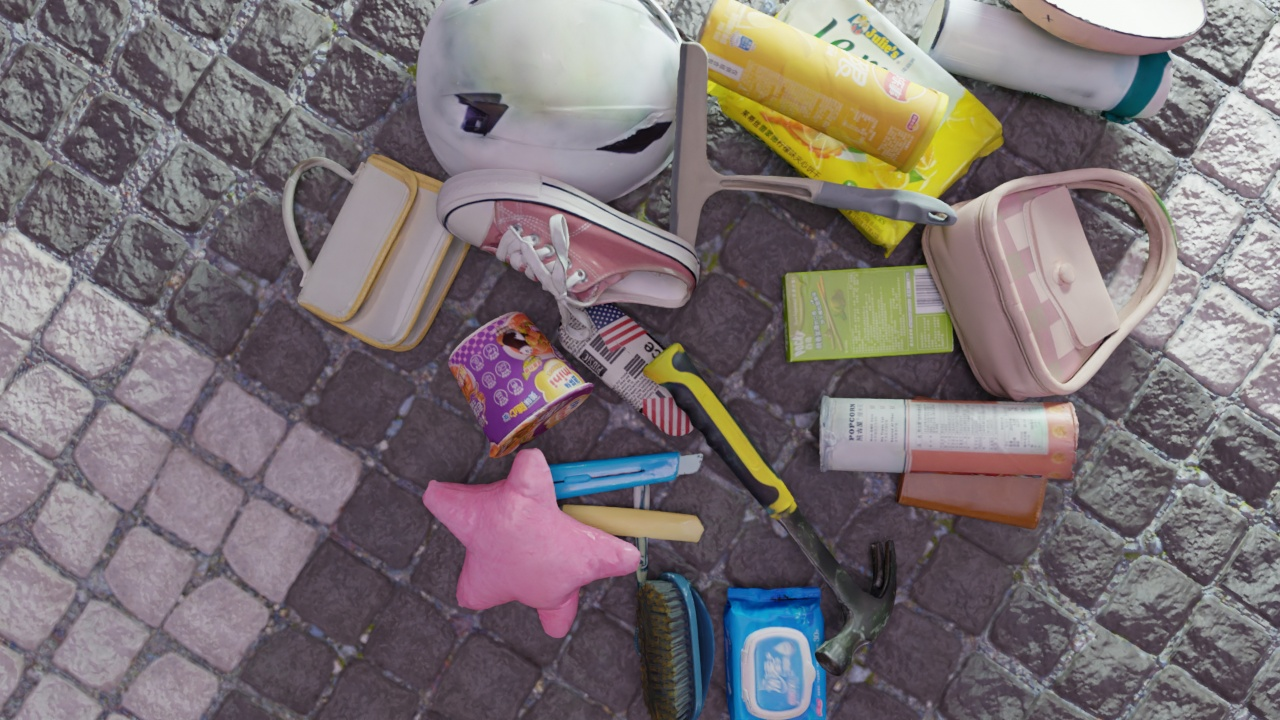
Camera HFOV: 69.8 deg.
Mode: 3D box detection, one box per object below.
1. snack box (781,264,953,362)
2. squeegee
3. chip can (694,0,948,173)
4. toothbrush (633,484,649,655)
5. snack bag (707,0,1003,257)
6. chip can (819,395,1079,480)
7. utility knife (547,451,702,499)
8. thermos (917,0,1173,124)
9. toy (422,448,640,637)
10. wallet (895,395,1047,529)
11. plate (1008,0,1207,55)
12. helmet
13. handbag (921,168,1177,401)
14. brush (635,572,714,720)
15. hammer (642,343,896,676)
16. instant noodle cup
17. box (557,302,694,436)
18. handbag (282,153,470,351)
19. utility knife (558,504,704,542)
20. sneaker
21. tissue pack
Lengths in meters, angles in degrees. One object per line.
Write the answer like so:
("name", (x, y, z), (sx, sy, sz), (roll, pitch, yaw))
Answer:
("snack box", (0.214, -0.045, 0.871), (0.156, 0.026, 0.086), (-4, 91, -1))
("squeegee", (0.149, -0.146, 0.803), (0.247, 0.039, 0.247), (9, 126, 9))
("chip can", (0.148, -0.234, 0.779), (0.213, 0.072, 0.072), (24, 90, 1))
("toothbrush", (0.001, 0.189, 0.876), (0.016, 0.018, 0.191), (0, 91, -1))
("snack bag", (0.194, -0.225, 0.847), (0.246, 0.068, 0.158), (41, 91, -1))
("chip can", (0.272, 0.069, 0.824), (0.215, 0.071, 0.071), (0, 91, 15))
("utility knife", (-0.022, 0.106, 0.866), (0.166, 0.018, 0.034), (-9, 81, 5))
("thermos", (0.374, -0.276, 0.850), (0.224, 0.073, 0.073), (15, 90, -1))
("toy", (-0.117, 0.172, 0.843), (0.179, 0.074, 0.194), (-42, 102, 17))
("wallet", (0.318, 0.090, 0.868), (0.131, 0.035, 0.119), (11, 87, 6))
("plate", (0.402, -0.328, 0.822), (0.192, 0.039, 0.192), (6, 50, -8))
("helmet", (-0.075, -0.251, 0.806), (0.258, 0.146, 0.229), (4, 91, -1))
("handbag", (0.394, -0.086, 0.843), (0.233, 0.093, 0.193), (-24, 96, -17))
("brush", (0.037, 0.268, 0.856), (0.073, 0.055, 0.144), (-8, 94, -39))
("hammer", (0.119, 0.119, 0.833), (0.125, 0.032, 0.323), (-39, 93, -27))
("instant noodle cup", (-0.114, 0.017, 0.832), (0.111, 0.111, 0.099), (-35, 84, 0))
("box", (-0.006, 0.006, 0.866), (0.164, 0.065, 0.074), (43, 63, -1))
("handbag", (-0.261, -0.111, 0.852), (0.179, 0.063, 0.163), (26, 89, 3))
("utility knife", (-0.015, 0.155, 0.866), (0.152, 0.018, 0.031), (3, 92, 16))
("sneaker", (-0.065, -0.088, 0.795), (0.241, 0.119, 0.087), (19, 55, -10))
("tissue pack", (0.127, 0.291, 0.862), (0.095, 0.052, 0.157), (-2, 91, 0))
